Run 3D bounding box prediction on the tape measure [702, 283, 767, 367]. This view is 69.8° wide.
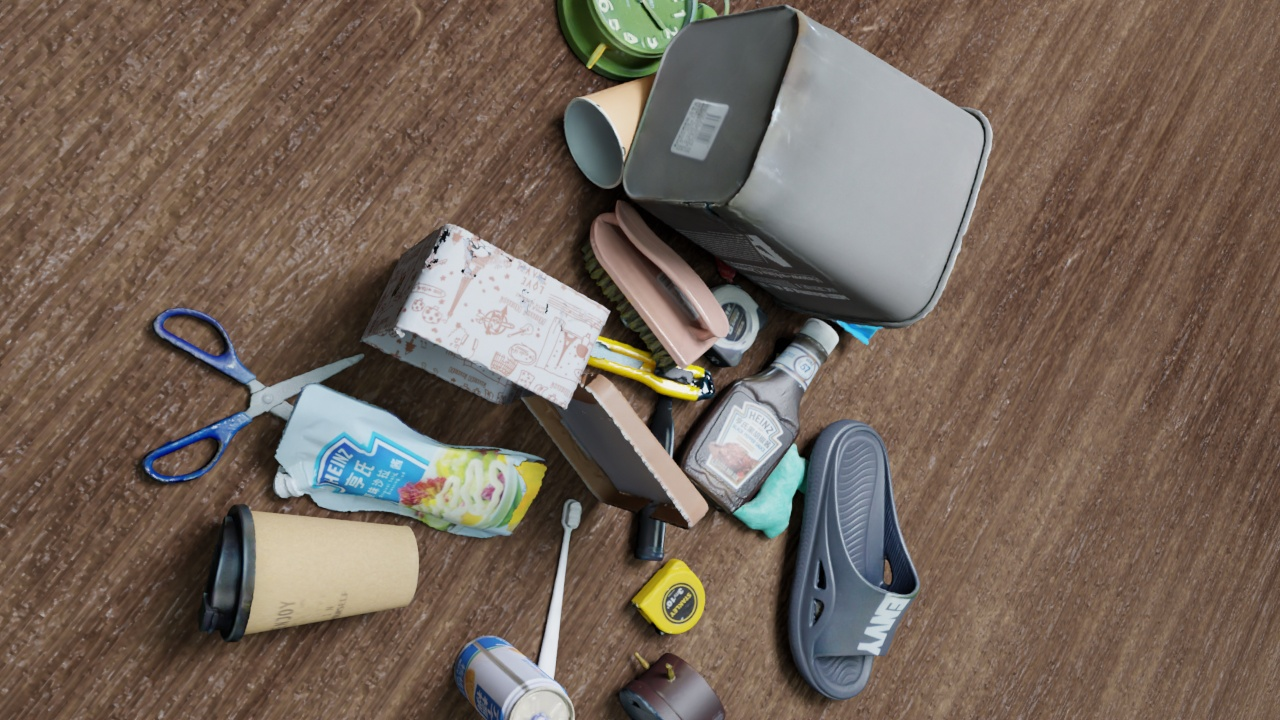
[{"bbox_3d":[0.075,-0.035,0.835,0.066,0.034,0.065,46,69,-20],"label":"tape measure"}]

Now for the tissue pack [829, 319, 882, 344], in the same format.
[{"bbox_3d":[0.203,-0.096,0.880,0.090,0.063,0.140,24,79,-24],"label":"tissue pack"}]

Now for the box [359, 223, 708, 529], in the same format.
[{"bbox_3d":[-0.073,0.017,0.684,0.272,0.178,0.106,41,73,-18],"label":"box"}]

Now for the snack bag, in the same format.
[{"bbox_3d":[-0.174,0.084,0.689,0.191,0.111,0.038,18,42,-26],"label":"snack bag"}]

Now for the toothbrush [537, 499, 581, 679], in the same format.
[{"bbox_3d":[-0.070,0.207,0.771,0.016,0.016,0.180,11,85,-23],"label":"toothbrush"}]

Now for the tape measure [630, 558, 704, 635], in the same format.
[{"bbox_3d":[0.027,0.211,0.811,0.060,0.029,0.057,-44,106,-20],"label":"tape measure"}]

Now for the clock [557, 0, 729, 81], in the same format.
[{"bbox_3d":[0.007,-0.310,0.792,0.161,0.056,0.116,-21,99,-25],"label":"clock"}]

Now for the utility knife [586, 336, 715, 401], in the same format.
[{"bbox_3d":[-0.005,0.005,0.791,0.154,0.015,0.033,17,75,-13],"label":"utility knife"}]

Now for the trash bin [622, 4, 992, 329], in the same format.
[{"bbox_3d":[0.126,-0.154,0.738,0.219,0.199,0.198,19,88,-39],"label":"trash bin"}]

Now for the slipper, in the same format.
[{"bbox_3d":[0.204,0.191,0.855,0.110,0.083,0.268,2,91,-34],"label":"slipper"}]

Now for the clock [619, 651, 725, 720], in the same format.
[{"bbox_3d":[0.034,0.306,0.785,0.055,0.082,0.122,-38,103,-28],"label":"clock"}]

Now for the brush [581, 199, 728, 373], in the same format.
[{"bbox_3d":[0.011,-0.065,0.771,0.145,0.073,0.063,52,49,-2],"label":"brush"}]

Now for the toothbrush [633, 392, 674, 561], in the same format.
[{"bbox_3d":[0.019,0.069,0.811,0.027,0.026,0.212,12,80,-33],"label":"toothbrush"}]

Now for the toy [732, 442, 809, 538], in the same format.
[{"bbox_3d":[0.136,0.125,0.865,0.096,0.030,0.091,34,77,-29],"label":"toy"}]

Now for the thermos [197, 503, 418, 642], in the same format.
[{"bbox_3d":[-0.237,0.150,0.656,0.143,0.093,0.093,7,86,-33],"label":"thermos"}]

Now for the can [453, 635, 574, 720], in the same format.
[{"bbox_3d":[-0.097,0.250,0.692,0.053,0.135,0.053,0,89,-27],"label":"can"}]

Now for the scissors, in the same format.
[{"bbox_3d":[-0.288,0.026,0.671,0.175,0.012,0.162,-39,106,-23],"label":"scissors"}]

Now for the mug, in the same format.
[{"bbox_3d":[0.006,-0.206,0.783,0.122,0.078,0.078,-31,102,-27],"label":"mug"}]

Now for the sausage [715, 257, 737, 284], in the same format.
[{"bbox_3d":[0.070,-0.146,0.841,0.020,0.020,0.156,-11,94,-25],"label":"sausage"}]

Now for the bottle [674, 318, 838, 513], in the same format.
[{"bbox_3d":[0.112,0.044,0.835,0.080,0.044,0.194,40,77,-5],"label":"bottle"}]

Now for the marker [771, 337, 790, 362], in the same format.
[{"bbox_3d":[0.124,0.037,0.868,0.018,0.015,0.124,17,79,-15],"label":"marker"}]
